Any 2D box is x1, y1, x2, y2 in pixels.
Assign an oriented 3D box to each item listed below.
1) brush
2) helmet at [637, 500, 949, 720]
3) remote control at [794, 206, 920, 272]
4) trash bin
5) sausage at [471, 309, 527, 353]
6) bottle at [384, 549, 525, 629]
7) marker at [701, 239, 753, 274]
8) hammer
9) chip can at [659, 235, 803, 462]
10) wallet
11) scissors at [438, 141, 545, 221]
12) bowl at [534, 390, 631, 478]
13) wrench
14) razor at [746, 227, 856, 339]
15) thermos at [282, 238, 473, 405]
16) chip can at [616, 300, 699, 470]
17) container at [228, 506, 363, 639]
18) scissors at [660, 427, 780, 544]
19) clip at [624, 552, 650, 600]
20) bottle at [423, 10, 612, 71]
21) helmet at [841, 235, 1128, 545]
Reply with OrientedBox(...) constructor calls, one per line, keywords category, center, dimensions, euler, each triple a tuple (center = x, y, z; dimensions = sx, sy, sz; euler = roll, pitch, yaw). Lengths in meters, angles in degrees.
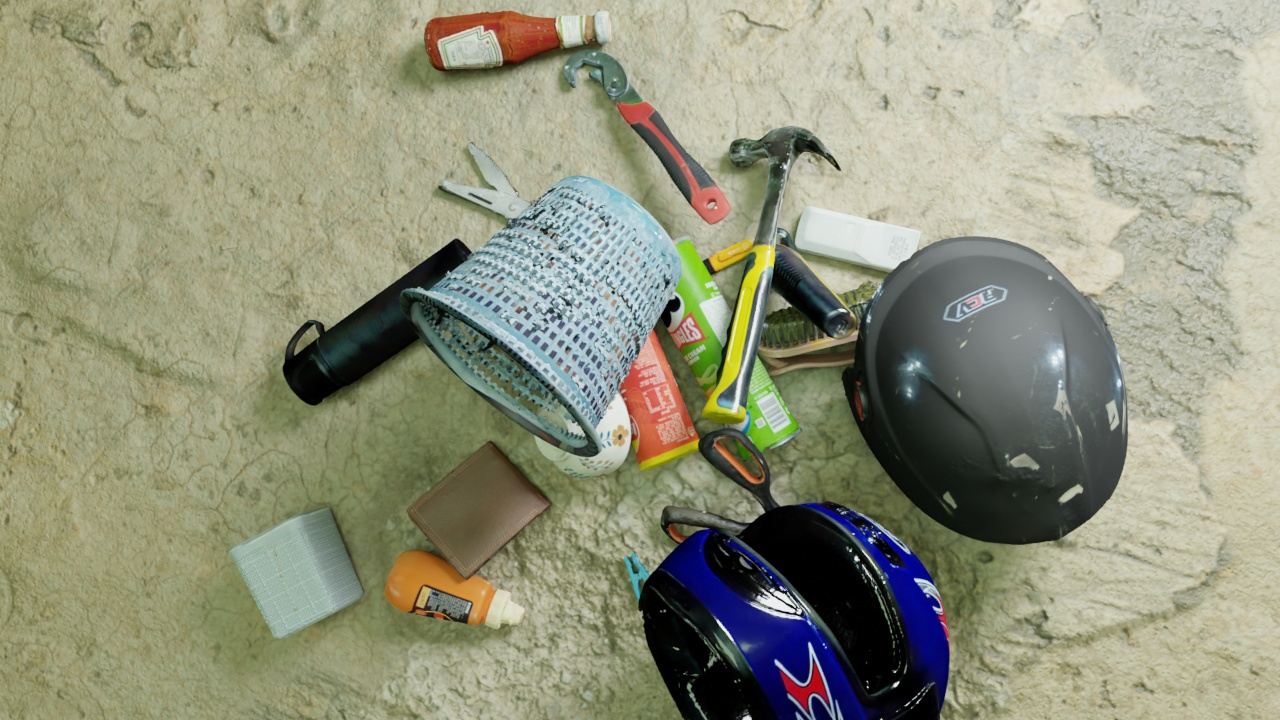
OrientedBox(category="brush", center=(0.193, -0.027, 0.951), dimensions=(0.146, 0.063, 0.073), euler=(-16, 114, 8))
OrientedBox(category="helmet", center=(0.151, 0.244, 0.821), dimensions=(0.240, 0.316, 0.247), euler=(-34, 42, -21))
OrientedBox(category="remote control", center=(0.227, -0.127, 0.969), dimensions=(0.125, 0.024, 0.049), euler=(15, 89, 9))
OrientedBox(category="trash bin", center=(-0.072, -0.053, 0.853), dimensions=(0.226, 0.227, 0.194), euler=(35, 71, 9))
OrientedBox(category="sausage", center=(-0.130, -0.048, 0.993), dimensions=(0.166, 0.021, 0.021), euler=(-30, 81, 30))
OrientedBox(category="bottle", center=(-0.196, 0.254, 0.991), dimensions=(0.149, 0.067, 0.066), euler=(18, 89, 2))
OrientedBox(category="marker", center=(0.067, -0.098, 0.996), dimensions=(0.124, 0.015, 0.018), euler=(-26, 77, 8))
OrientedBox(category="hammer", center=(0.118, -0.092, 0.906), dimensions=(0.126, 0.032, 0.322), euler=(-3, 64, 40))
OrientedBox(category="chip can", center=(0.079, -0.012, 0.952), dimensions=(0.072, 0.072, 0.236), euler=(-31, 86, 5))
OrientedBox(category="wallet", center=(-0.175, 0.161, 0.993), dimensions=(0.124, 0.032, 0.101), euler=(-41, 79, -16))
OrientedBox(category="scissors", center=(-0.126, -0.156, 1.029), dimensions=(0.189, 0.015, 0.226), euler=(-13, 85, 8))
OrientedBox(category="bowl", center=(-0.070, 0.071, 0.954), dimensions=(0.114, 0.062, 0.113), euler=(10, 106, 39))
OrientedBox(category="wrench", center=(0.008, -0.247, 0.987), dimensions=(0.056, 0.016, 0.273), euler=(-40, 69, 3))
OrientedBox(category="razor", center=(0.164, -0.074, 0.922), dimensions=(0.062, 0.067, 0.167), euler=(-60, 35, 21))
OrientedBox(category="thermos", center=(-0.288, -0.050, 1.020), dimensions=(0.242, 0.068, 0.090), euler=(-33, 79, 5))
OrientedBox(category="chip can", center=(-0.006, 0.006, 0.971), dimensions=(0.073, 0.073, 0.216), euler=(-23, 83, 6))
OrientedBox(category="container", center=(-0.372, 0.233, 1.004), dimensions=(0.090, 0.090, 0.111), euler=(-27, 86, 6))
OrientedBox(category="scissors", center=(0.124, 0.158, 0.935), dimensions=(0.221, 0.021, 0.229), euler=(-12, 113, 21))
OrientedBox(category="clip", center=(-0.001, 0.233, 0.984), dimensions=(0.038, 0.013, 0.055), euler=(-29, 82, 5))
OrientedBox(category="bottle", center=(-0.135, -0.362, 1.024), dimensions=(0.206, 0.060, 0.059), euler=(-4, 85, 6))
OrientedBox(category="helmet", center=(0.319, 0.030, 0.842), dimensions=(0.233, 0.230, 0.275), euler=(-24, 122, 6))
